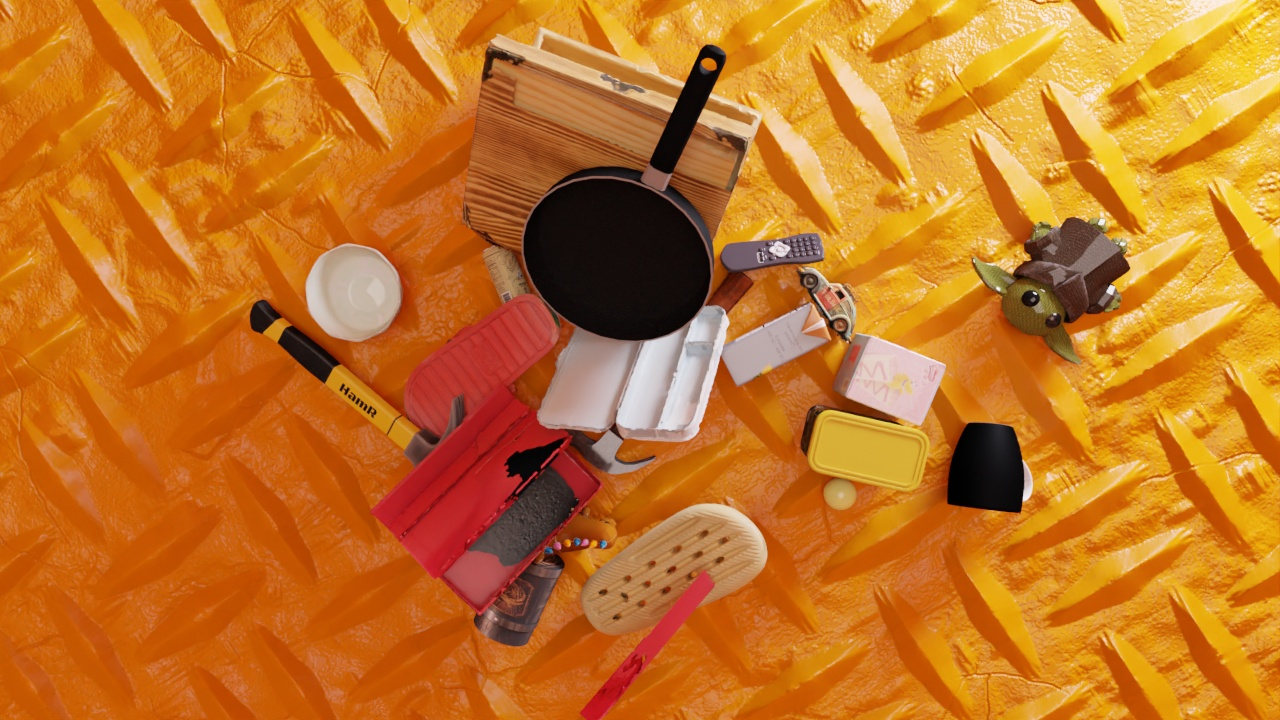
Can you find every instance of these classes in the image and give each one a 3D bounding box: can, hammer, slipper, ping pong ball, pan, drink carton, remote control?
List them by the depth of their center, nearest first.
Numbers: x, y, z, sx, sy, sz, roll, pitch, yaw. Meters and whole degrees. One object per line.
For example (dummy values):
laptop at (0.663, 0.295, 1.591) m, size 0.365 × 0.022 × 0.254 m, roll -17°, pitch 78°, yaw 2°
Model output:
pan at (0.005, -0.159, 0.909) m, size 0.204 × 0.044 × 0.357 m, roll 25°, pitch 132°, yaw -4°
can at (0.260, 0.100, 1.088) m, size 0.131 × 0.101 × 0.072 m, roll 13°, pitch 94°, yaw 2°
drink carton at (0.161, -0.020, 1.099) m, size 0.125 × 0.076 × 0.048 m, roll -27°, pitch 93°, yaw 8°
remote control at (0.158, -0.131, 1.109) m, size 0.124 × 0.009 × 0.046 m, roll -7°, pitch 54°, yaw 3°
slipper at (-0.192, 0.005, 1.123) m, size 0.249 × 0.059 × 0.103 m, roll -39°, pitch 90°, yaw 19°
ping pong ball at (0.244, 0.163, 1.124) m, size 0.040 × 0.040 × 0.040 m, roll 0°, pitch 94°, yaw 2°
can at (-0.163, -0.102, 1.124) m, size 0.038 × 0.038 × 0.079 m, roll -22°, pitch 93°, yaw 4°
slipper at (0.040, 0.251, 1.126) m, size 0.262 × 0.079 × 0.111 m, roll -33°, pitch 87°, yaw 23°
hammer at (0.034, 0.012, 1.130) m, size 0.111 × 0.028 × 0.301 m, roll 38°, pitch 95°, yaw 0°
hammer at (-0.355, 0.032, 1.132) m, size 0.324 × 0.034 × 0.170 m, roll 38°, pitch 114°, yaw 5°

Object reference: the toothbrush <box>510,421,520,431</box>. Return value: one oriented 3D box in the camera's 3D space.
toothbrush at (-0.130, 0.153, 1.154) m, size 0.015 × 0.015 × 0.184 m, roll -21°, pitch 95°, yaw -3°

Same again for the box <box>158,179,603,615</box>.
box at (-0.252, 0.058, 0.999) m, size 0.214 × 0.138 × 0.467 m, roll -45°, pitch 108°, yaw -14°

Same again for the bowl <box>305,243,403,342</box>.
bowl at (-0.342, -0.082, 1.123) m, size 0.117 × 0.061 × 0.117 m, roll 0°, pitch 94°, yaw 3°

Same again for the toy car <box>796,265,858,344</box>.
toy car at (0.233, -0.075, 1.104) m, size 0.047 × 0.047 × 0.112 m, roll -35°, pitch 93°, yaw 5°

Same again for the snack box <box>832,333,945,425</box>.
snack box at (0.292, 0.020, 1.085) m, size 0.095 × 0.093 × 0.079 m, roll 22°, pitch 95°, yaw 1°

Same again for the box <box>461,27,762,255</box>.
box at (-0.039, -0.198, 1.005) m, size 0.279 × 0.264 × 0.269 m, roll 21°, pitch 97°, yaw -1°

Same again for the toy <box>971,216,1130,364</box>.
toy at (0.494, -0.096, 1.074) m, size 0.179 × 0.078 × 0.153 m, roll 43°, pitch 96°, yaw -4°

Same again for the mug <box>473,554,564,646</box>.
mug at (-0.165, 0.278, 1.141) m, size 0.116 × 0.080 × 0.107 m, roll 27°, pitch 97°, yaw 29°

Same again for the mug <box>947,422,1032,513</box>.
mug at (0.428, 0.129, 1.101) m, size 0.118 × 0.085 × 0.100 m, roll 12°, pitch 81°, yaw -28°

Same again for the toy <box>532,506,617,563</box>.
toy at (-0.079, 0.220, 1.112) m, size 0.090 × 0.102 × 0.071 m, roll 1°, pitch 114°, yaw 30°

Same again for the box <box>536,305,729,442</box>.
box at (-0.005, 0.009, 1.049) m, size 0.190 × 0.208 × 0.038 m, roll 0°, pitch 133°, yaw 18°
